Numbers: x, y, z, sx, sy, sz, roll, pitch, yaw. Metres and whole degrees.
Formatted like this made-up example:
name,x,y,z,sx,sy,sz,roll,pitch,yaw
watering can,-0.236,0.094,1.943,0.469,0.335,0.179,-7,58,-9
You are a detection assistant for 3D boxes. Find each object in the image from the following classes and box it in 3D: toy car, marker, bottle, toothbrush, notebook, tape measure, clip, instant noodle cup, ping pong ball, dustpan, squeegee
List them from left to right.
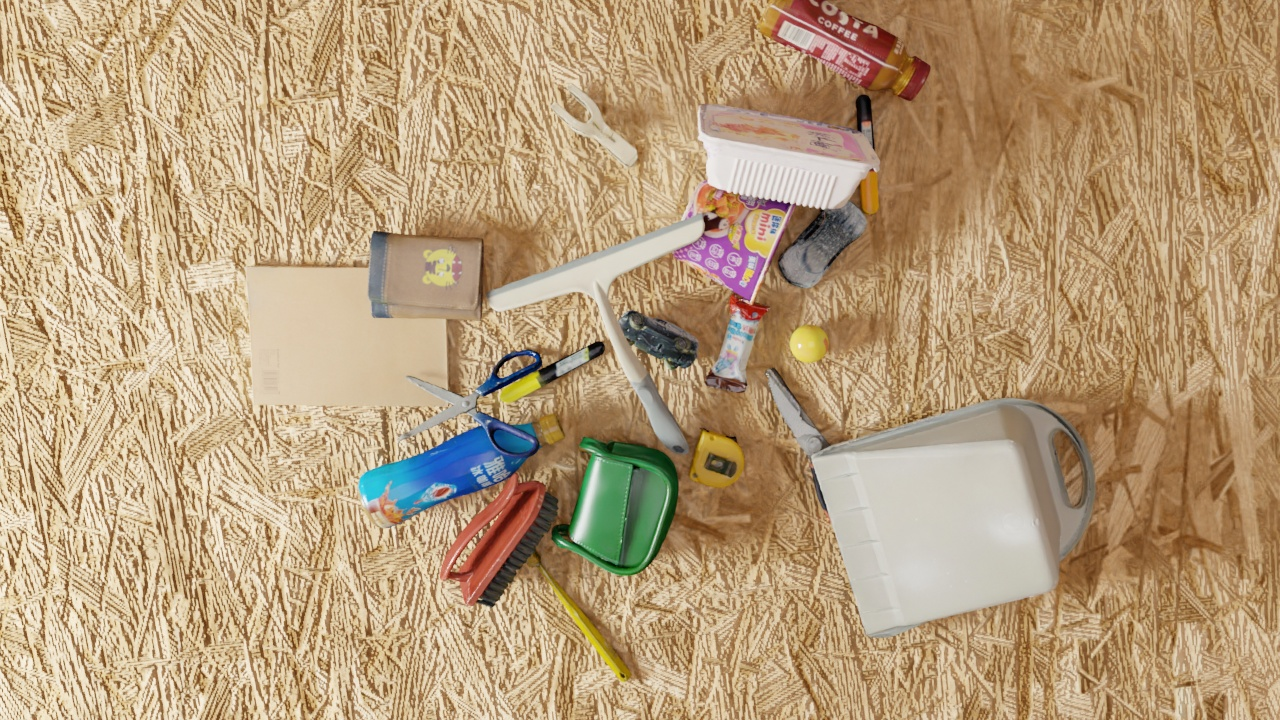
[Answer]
name,x,y,z,sx,sy,sz,roll,pitch,yaw
notebook,-0.311,-0.025,0.976,0.211,0.012,0.149,0,97,-1
bottle,-0.185,0.109,0.964,0.219,0.065,0.065,-23,96,2
marker,-0.093,0.012,0.981,0.124,0.015,0.018,-28,89,0
toothbrush,-0.071,0.279,1.008,0.016,0.016,0.190,-36,95,4
clip,-0.044,-0.236,0.938,0.100,0.076,0.035,43,94,-4
squeegee,-0.006,0.005,0.937,0.247,0.039,0.247,-17,113,22
toy car,0.019,-0.024,0.963,0.090,0.043,0.034,26,56,-2
tape measure,0.083,0.108,0.984,0.057,0.029,0.060,16,96,-3
instant noodle cup,0.091,-0.125,0.923,0.099,0.111,0.111,24,96,4
instant noodle cup,0.138,-0.200,0.908,0.173,0.137,0.060,11,119,-2
ping pong ball,0.177,-0.018,0.965,0.040,0.040,0.040,0,96,0
toy car,0.190,-0.122,0.958,0.049,0.031,0.105,41,95,-4
bottle,0.206,-0.318,0.923,0.175,0.057,0.057,27,95,-3
marker,0.236,-0.214,0.957,0.018,0.015,0.124,-4,94,-1
dustpan,0.352,0.156,0.991,0.258,0.142,0.223,-14,98,26

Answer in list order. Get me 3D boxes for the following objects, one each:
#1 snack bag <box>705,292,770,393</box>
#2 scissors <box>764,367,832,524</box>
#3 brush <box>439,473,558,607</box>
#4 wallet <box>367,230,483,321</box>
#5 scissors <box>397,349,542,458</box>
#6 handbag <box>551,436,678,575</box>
name,x,y,z,sx,sy,sz,roll,pitch,yaw
snack bag,0.103,-0.018,0.972,0.045,0.026,0.105,15,98,-5
scissors,0.208,0.093,0.991,0.177,0.015,0.210,1,97,1
brush,-0.148,0.185,0.966,0.069,0.063,0.146,33,99,-27
wallet,-0.221,-0.086,0.949,0.115,0.033,0.090,3,97,-5
scissors,-0.167,0.047,0.950,0.175,0.012,0.162,-37,65,-18
handbag,-0.023,0.152,0.974,0.120,0.068,0.131,19,97,6
